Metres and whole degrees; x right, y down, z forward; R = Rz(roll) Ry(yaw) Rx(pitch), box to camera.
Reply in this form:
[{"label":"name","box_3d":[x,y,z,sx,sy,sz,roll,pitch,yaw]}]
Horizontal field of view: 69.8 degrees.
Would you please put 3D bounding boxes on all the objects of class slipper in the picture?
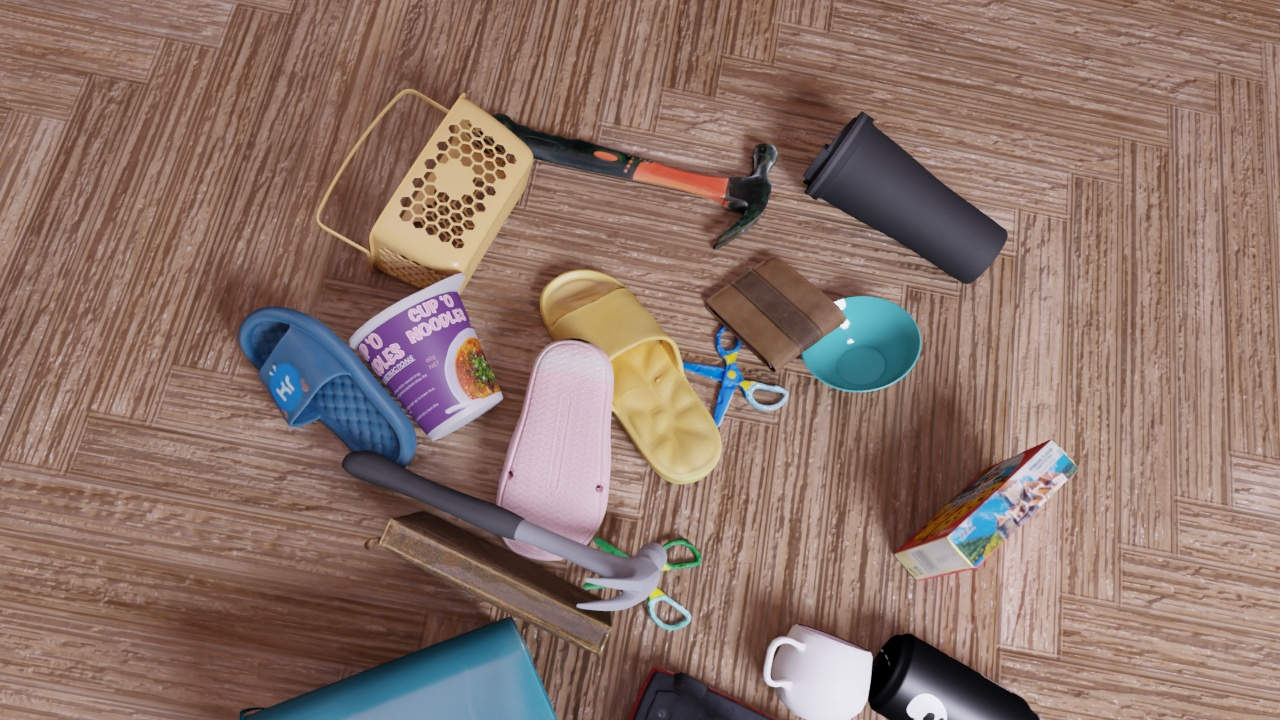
[{"label":"slipper","box_3d":[-0.006,0.005,0.936,0.099,0.078,0.263,-30,77,-16]},{"label":"slipper","box_3d":[-0.306,0.030,0.887,0.213,0.104,0.059,41,33,2]},{"label":"slipper","box_3d":[-0.076,0.088,0.892,0.107,0.055,0.221,11,94,6]}]

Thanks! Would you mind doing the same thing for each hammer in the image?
[{"label":"hammer","box_3d":[-0.019,-0.218,1.030,0.333,0.033,0.133,15,73,0]},{"label":"hammer","box_3d":[-0.131,0.145,0.827,0.311,0.124,0.029,20,102,11]}]

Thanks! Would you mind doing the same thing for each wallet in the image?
[{"label":"wallet","box_3d":[0.142,-0.052,0.974,0.098,0.027,0.121,-35,56,-12]}]

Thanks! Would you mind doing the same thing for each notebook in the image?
[{"label":"notebook","box_3d":[-0.125,0.194,0.809,0.215,0.190,0.034,26,83,3]}]

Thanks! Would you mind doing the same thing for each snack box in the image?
[{"label":"snack box","box_3d":[0.330,0.148,0.888,0.144,0.143,0.040,-38,78,-15]}]

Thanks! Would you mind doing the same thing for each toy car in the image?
[{"label":"toy car","box_3d":[0.081,0.355,0.846,0.189,0.056,0.081,25,71,2]}]

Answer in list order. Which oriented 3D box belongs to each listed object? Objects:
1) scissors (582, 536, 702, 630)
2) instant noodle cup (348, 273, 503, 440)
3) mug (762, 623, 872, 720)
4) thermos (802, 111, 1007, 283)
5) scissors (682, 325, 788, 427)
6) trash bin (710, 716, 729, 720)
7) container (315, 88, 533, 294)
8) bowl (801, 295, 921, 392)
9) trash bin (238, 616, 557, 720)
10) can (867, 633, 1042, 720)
[{"label":"scissors","box_3d":[0.003,0.219,0.895,0.129,0.012,0.116,-7,78,-19]},{"label":"instant noodle cup","box_3d":[-0.195,0.003,0.901,0.137,0.121,0.122,-32,88,19]},{"label":"mug","box_3d":[0.155,0.289,0.845,0.123,0.090,0.076,26,80,-34]},{"label":"thermos","box_3d":[0.291,-0.175,1.011,0.218,0.106,0.105,35,73,0]},{"label":"scissors","box_3d":[0.100,0.017,0.977,0.130,0.013,0.125,20,71,3]},{"label":"trash bin","box_3d":[0.013,0.442,0.715,0.243,0.217,0.217,-35,78,8]},{"label":"container","box_3d":[-0.222,-0.178,0.947,0.167,0.129,0.183,30,72,-5]},{"label":"bowl","box_3d":[0.232,-0.006,0.968,0.121,0.046,0.121,-8,55,11]},{"label":"trash bin","box_3d":[-0.182,0.334,0.766,0.218,0.200,0.196,-22,77,-18]},{"label":"can","box_3d":[0.292,0.325,0.862,0.146,0.080,0.080,29,72,4]}]
